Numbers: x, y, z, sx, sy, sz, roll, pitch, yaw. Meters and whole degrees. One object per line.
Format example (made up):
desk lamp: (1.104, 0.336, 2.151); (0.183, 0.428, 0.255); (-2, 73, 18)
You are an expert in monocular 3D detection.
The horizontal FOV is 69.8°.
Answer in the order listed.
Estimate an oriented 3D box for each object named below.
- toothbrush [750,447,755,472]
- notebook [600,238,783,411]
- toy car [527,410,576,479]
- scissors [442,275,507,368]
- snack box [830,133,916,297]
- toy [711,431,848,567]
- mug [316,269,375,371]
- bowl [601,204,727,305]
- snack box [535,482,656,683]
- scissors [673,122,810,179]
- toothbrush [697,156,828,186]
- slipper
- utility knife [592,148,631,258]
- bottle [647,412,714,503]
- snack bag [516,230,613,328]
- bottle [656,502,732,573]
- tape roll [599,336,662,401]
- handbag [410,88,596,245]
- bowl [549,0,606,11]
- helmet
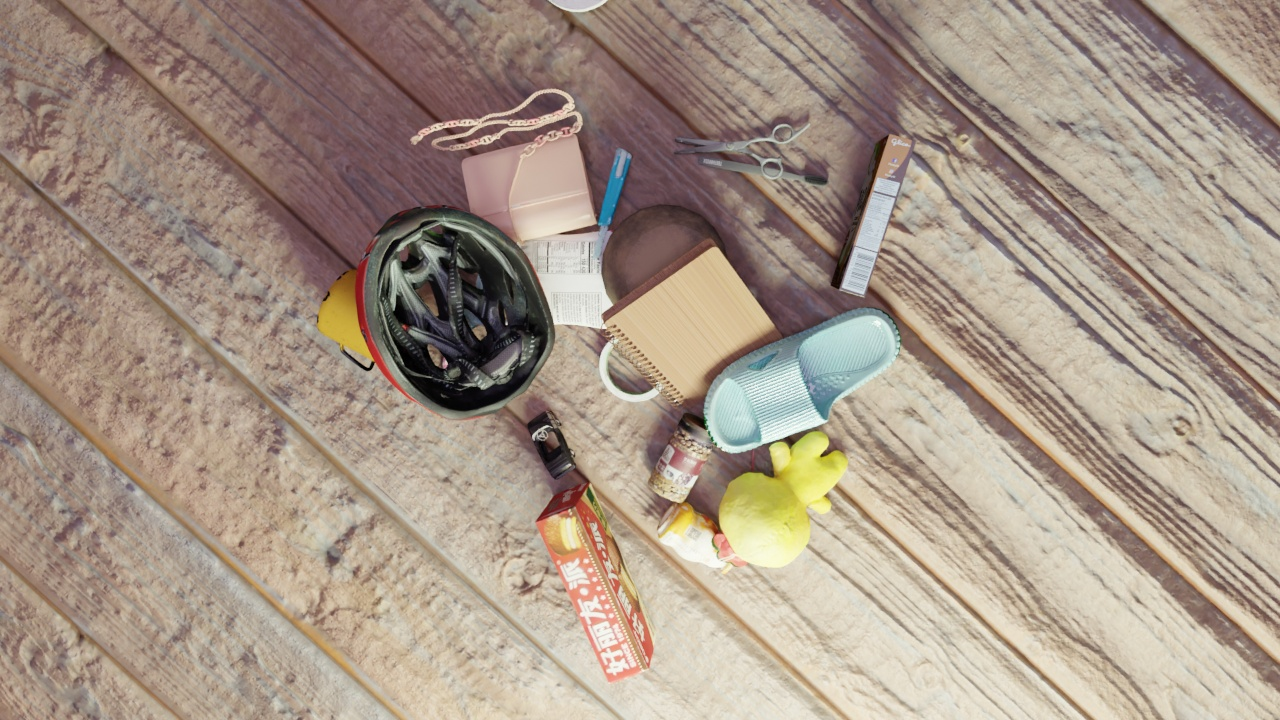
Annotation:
toothbrush: (0.146, 0.179, 1.219); (0.016, 0.015, 0.184); (5, 97, 3)
notebook: (0.066, -0.034, 1.126); (0.169, 0.022, 0.210); (-34, 135, 10)
toy car: (-0.119, 0.110, 1.213); (0.040, 0.037, 0.092); (-35, 60, 11)
scissors: (-0.206, -0.039, 1.222); (0.175, 0.013, 0.170); (14, 99, 13)
snack box: (0.279, -0.173, 1.110); (0.031, 0.101, 0.186); (17, 99, 4)
toy: (0.181, 0.183, 1.175); (0.134, 0.092, 0.207); (45, 75, -14)
mug: (-0.362, -0.048, 1.203); (0.094, 0.100, 0.124); (27, 113, 4)
bowl: (0.034, -0.113, 1.144); (0.162, 0.070, 0.162); (-1, 100, -7)
snack box: (-0.055, 0.288, 1.205); (0.060, 0.113, 0.236); (-23, 95, 9)
scissors: (0.128, -0.280, 1.157); (0.160, 0.014, 0.120); (30, 88, 11)
toothbrush: (0.155, -0.240, 1.161); (0.167, 0.013, 0.013); (11, 99, 7)
slipper: (0.204, 0.022, 1.145); (0.276, 0.069, 0.116); (-28, 91, -1)
utility knife: (-0.041, -0.200, 1.166); (0.022, 0.015, 0.148); (17, 82, 1)
bottle: (0.057, 0.127, 1.199); (0.056, 0.056, 0.105); (28, 100, 2)
snack bag: (-0.093, -0.104, 1.191); (0.144, 0.039, 0.131); (2, 100, 13)
bottle: (0.077, 0.236, 1.210); (0.109, 0.063, 0.063); (36, 100, -2)
tape roll: (-0.007, 0.007, 1.210); (0.094, 0.018, 0.094); (1, 97, 7)
handbag: (-0.156, -0.216, 1.107); (0.199, 0.187, 0.116); (-12, 79, 4)
bowl: (-0.074, -0.486, 1.132); (0.115, 0.050, 0.115); (1, 98, 6)
helmet: (-0.230, -0.060, 1.105); (0.217, 0.167, 0.272); (-37, 119, -20)
